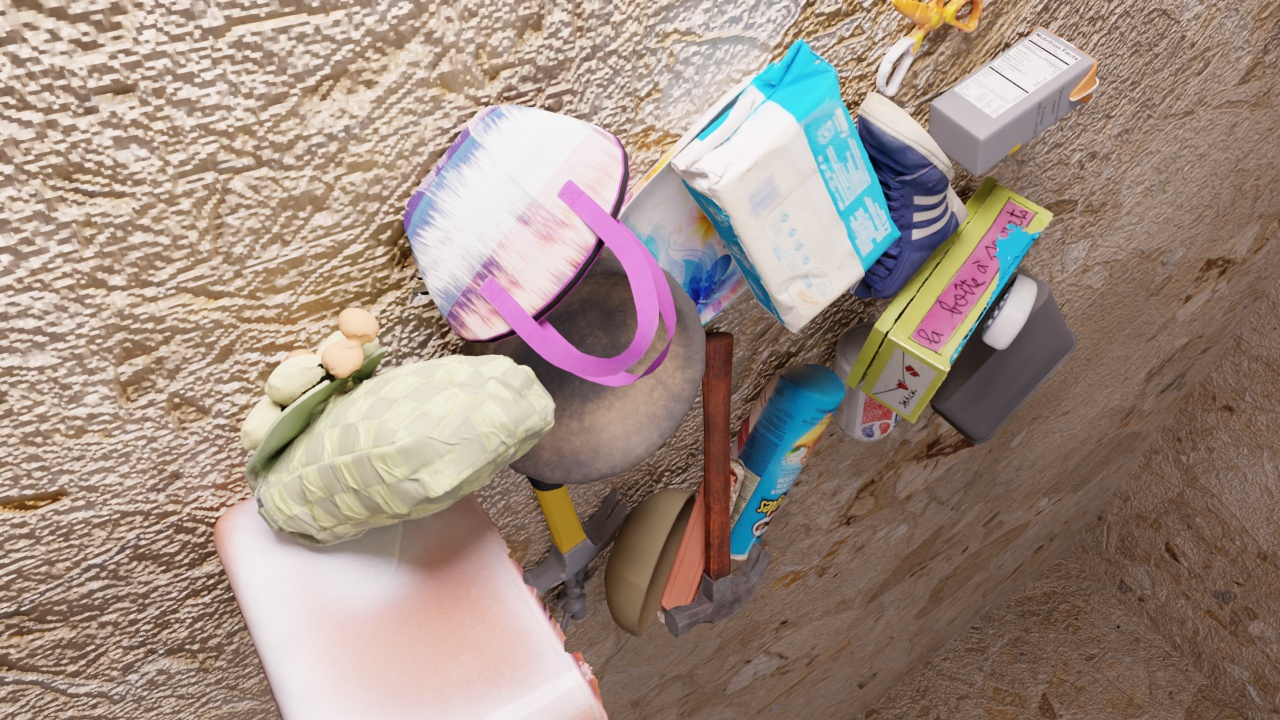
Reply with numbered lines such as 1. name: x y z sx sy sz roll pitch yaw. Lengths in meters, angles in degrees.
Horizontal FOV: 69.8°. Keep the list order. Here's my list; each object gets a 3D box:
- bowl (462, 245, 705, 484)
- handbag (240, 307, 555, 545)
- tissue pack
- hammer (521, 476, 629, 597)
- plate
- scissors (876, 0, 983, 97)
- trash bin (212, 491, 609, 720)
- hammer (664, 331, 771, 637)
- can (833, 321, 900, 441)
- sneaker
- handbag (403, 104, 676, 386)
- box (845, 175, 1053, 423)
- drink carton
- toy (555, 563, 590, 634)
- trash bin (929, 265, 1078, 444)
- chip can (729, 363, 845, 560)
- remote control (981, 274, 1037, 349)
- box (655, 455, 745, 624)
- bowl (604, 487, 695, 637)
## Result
1. bowl: -0.043 -0.004 0.611 0.162 0.070 0.162 -11 119 -21
2. handbag: -0.143 0.029 0.509 0.187 0.117 0.113 -17 -160 41
3. tissue pack: 0.106 -0.114 0.641 0.117 0.066 0.209 -43 139 -1
4. hammer: -0.079 0.100 0.773 0.127 0.029 0.324 -33 146 -16
5. plate: 0.061 -0.113 0.684 0.187 0.016 0.187 -45 148 3
6. scissors: 0.219 -0.256 0.696 0.125 0.011 0.130 -5 132 -46
7. trash bin: -0.150 0.196 0.588 0.157 0.259 0.182 -24 144 -25
8. hammer: 0.072 0.115 0.854 0.110 0.028 0.301 -16 117 -27
9. can: 0.249 0.026 0.996 0.078 0.078 0.136 -34 147 -15
10. sneaker: 0.191 -0.121 0.760 0.118 0.091 0.232 -48 156 12
11. handbag: -0.046 -0.052 0.493 0.145 0.170 0.068 -49 148 9
12. box: 0.299 -0.060 0.890 0.220 0.082 0.124 -52 164 -21
13. drink carton: 0.317 -0.222 0.787 0.124 0.076 0.048 -35 147 -6
14. toy: -0.071 0.247 0.951 0.049 0.030 0.112 -35 145 -40
15. trash bin: 0.428 -0.009 1.137 0.192 0.097 0.219 -50 146 10
16. chip can: 0.130 0.104 0.957 0.079 0.080 0.230 -9 134 -42
17. remote control: 0.369 -0.048 0.918 0.114 0.028 0.060 -40 159 -53
18. box: 0.060 0.185 0.922 0.060 0.058 0.187 13 101 -23
19. bowl: 0.003 0.195 0.917 0.152 0.050 0.152 21 89 -76
